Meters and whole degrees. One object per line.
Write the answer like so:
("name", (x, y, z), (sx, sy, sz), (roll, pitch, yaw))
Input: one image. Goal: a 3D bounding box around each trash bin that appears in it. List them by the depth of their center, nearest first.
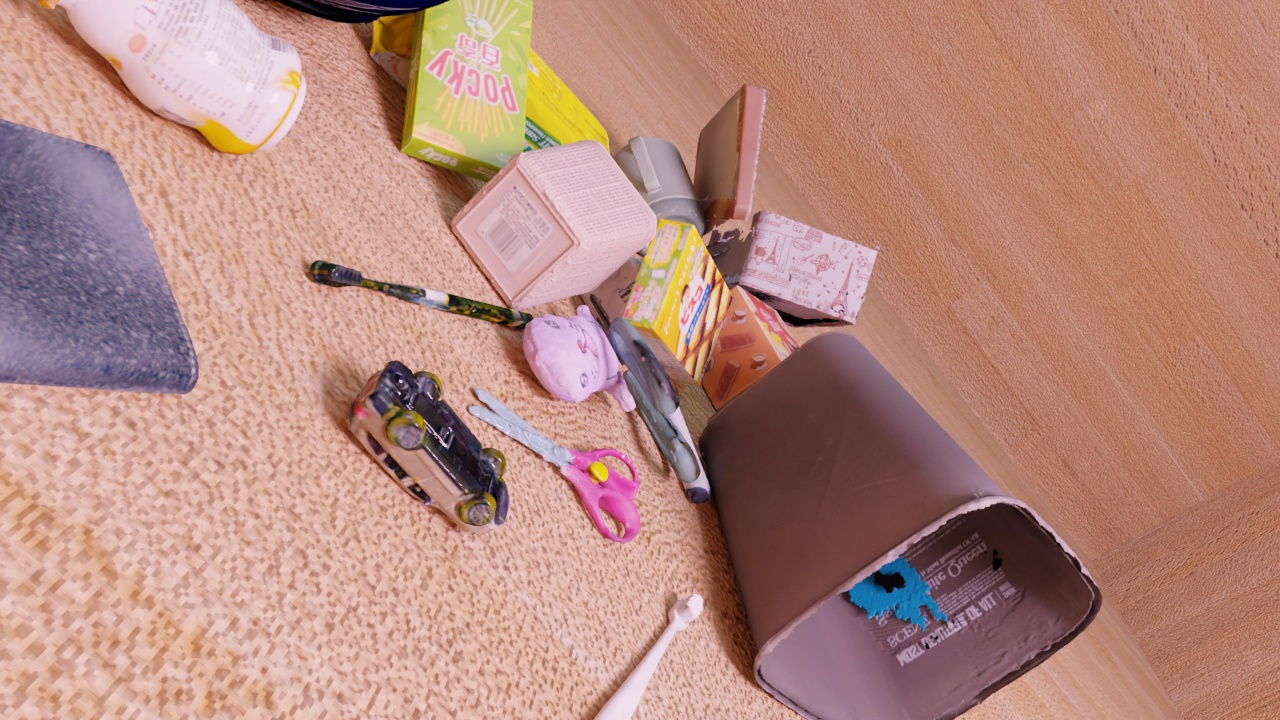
("trash bin", (0.162, 0.117, 0.659), (0.198, 0.199, 0.219), (41, 16, -34))

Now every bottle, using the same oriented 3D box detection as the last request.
("bottle", (-0.212, -0.144, 0.422), (0.108, 0.063, 0.063), (33, 28, -45))

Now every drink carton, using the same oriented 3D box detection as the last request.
("drink carton", (0.003, -0.054, 0.773), (0.045, 0.054, 0.122), (60, 21, 12))

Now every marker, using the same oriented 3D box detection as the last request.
("marker", (0.028, 0.054, 0.701), (0.022, 0.018, 0.130), (46, 19, -46))

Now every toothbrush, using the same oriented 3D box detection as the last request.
("toothbrush", (0.004, 0.159, 0.468), (0.016, 0.016, 0.179), (53, 19, 5))
("toothbrush", (-0.114, -0.035, 0.528), (0.185, 0.017, 0.012), (12, 83, -62))

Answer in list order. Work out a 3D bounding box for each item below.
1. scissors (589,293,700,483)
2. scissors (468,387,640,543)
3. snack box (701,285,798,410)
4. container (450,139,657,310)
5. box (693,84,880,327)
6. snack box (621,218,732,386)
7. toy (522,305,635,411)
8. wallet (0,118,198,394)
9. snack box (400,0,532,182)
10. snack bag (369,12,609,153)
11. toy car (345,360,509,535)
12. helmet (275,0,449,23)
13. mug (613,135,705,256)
("scissors", (-0.006, -0.002, 0.641), (0.179, 0.019, 0.161), (61, -8, 30))
("scissors", (-0.048, 0.061, 0.526), (0.137, 0.017, 0.072), (34, 37, -34))
("snack box", (0.103, -0.003, 0.875), (0.092, 0.077, 0.094), (22, 36, -55))
("container", (-0.060, -0.094, 0.640), (0.090, 0.090, 0.110), (53, 26, 2))
("box", (0.145, -0.142, 0.946), (0.157, 0.217, 0.181), (7, -3, -11))
("snack box", (0.032, -0.042, 0.729), (0.034, 0.086, 0.140), (15, -14, 25))
("toy", (-0.042, 0.000, 0.599), (0.084, 0.039, 0.108), (61, 16, 8))
("wallet", (-0.214, -0.041, 0.314), (0.097, 0.019, 0.120), (12, 43, -61))
("snack box", (-0.123, -0.208, 0.664), (0.085, 0.026, 0.156), (14, 66, -32))
("snack bag", (-0.114, -0.222, 0.774), (0.246, 0.068, 0.157), (42, 22, -26))
("toy car", (-0.093, 0.043, 0.418), (0.090, 0.035, 0.042), (51, 20, -23))
("helmet", (-0.207, -0.346, 0.538), (0.315, 0.248, 0.240), (20, 16, -19))
("mug", (0.014, -0.171, 0.930), (0.112, 0.082, 0.106), (66, 6, -53))
